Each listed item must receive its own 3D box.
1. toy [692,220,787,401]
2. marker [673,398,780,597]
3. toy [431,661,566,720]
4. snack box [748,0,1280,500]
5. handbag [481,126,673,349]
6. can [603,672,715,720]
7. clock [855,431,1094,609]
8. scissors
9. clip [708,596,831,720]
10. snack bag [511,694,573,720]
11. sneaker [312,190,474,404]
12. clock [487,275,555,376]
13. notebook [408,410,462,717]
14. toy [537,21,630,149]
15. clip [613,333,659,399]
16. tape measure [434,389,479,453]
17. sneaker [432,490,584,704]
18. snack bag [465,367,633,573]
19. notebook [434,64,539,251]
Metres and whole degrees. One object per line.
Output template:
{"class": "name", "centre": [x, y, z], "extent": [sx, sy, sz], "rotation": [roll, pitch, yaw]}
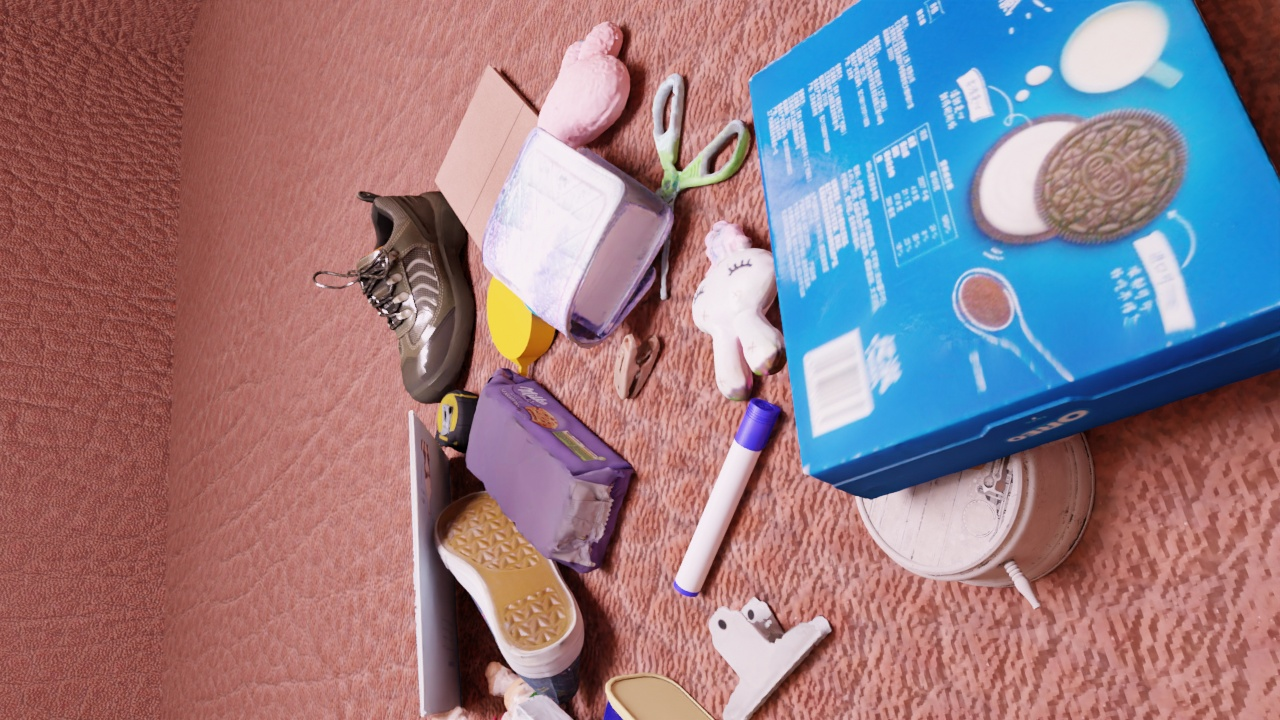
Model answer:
{"class": "toy", "centre": [0.061, -0.036, 0.589], "extent": [0.079, 0.038, 0.122], "rotation": [-45, 47, 50]}
{"class": "marker", "centre": [0.055, 0.090, 0.592], "extent": [0.020, 0.020, 0.142], "rotation": [44, 121, 49]}
{"class": "toy", "centre": [-0.105, 0.287, 0.737], "extent": [0.106, 0.085, 0.074], "rotation": [-25, 85, 41]}
{"class": "snack box", "centre": [0.148, -0.080, 0.402], "extent": [0.196, 0.056, 0.238], "rotation": [-27, 53, 38]}
{"class": "handbag", "centre": [-0.055, -0.096, 0.711], "extent": [0.158, 0.069, 0.126], "rotation": [42, 109, 45]}
{"class": "can", "centre": [0.014, 0.273, 0.587], "extent": [0.116, 0.056, 0.092], "rotation": [27, 108, 53]}
{"class": "clock", "centre": [0.136, 0.050, 0.448], "extent": [0.157, 0.061, 0.103], "rotation": [19, 100, 52]}
{"class": "scissors", "centre": [0.024, -0.134, 0.684], "extent": [0.172, 0.023, 0.172], "rotation": [-32, 65, 46]}
{"class": "clip", "centre": [0.073, 0.172, 0.558], "extent": [0.055, 0.045, 0.102], "rotation": [55, 127, 35]}
{"class": "snack bag", "centre": [-0.086, 0.362, 0.698], "extent": [0.077, 0.041, 0.226], "rotation": [33, 120, 31]}
{"class": "sneaker", "centre": [-0.255, -0.077, 0.952], "extent": [0.101, 0.142, 0.237], "rotation": [-26, 64, 50]}
{"class": "clock", "centre": [-0.104, -0.055, 0.820], "extent": [0.099, 0.043, 0.130], "rotation": [47, 131, 40]}
{"class": "notebook", "centre": [-0.188, 0.191, 0.845], "extent": [0.181, 0.009, 0.253], "rotation": [96, 168, -71]}
{"class": "toy", "centre": [-0.046, -0.230, 0.765], "extent": [0.109, 0.053, 0.105], "rotation": [-20, 57, 52]}
{"class": "clip", "centre": [-0.008, 0.003, 0.686], "extent": [0.059, 0.052, 0.026], "rotation": [-35, 52, 13]}
{"class": "tape measure", "centre": [-0.183, 0.060, 0.920], "extent": [0.062, 0.034, 0.061], "rotation": [4, 86, 54]}
{"class": "sneaker", "centre": [-0.103, 0.191, 0.768], "extent": [0.235, 0.087, 0.079], "rotation": [39, 150, 54]}
{"class": "snack bag", "centre": [-0.088, 0.085, 0.758], "extent": [0.205, 0.058, 0.096], "rotation": [33, 113, 49]}
{"class": "notebook", "centre": [-0.141, -0.189, 0.907], "extent": [0.142, 0.008, 0.209], "rotation": [-59, 44, 22]}
